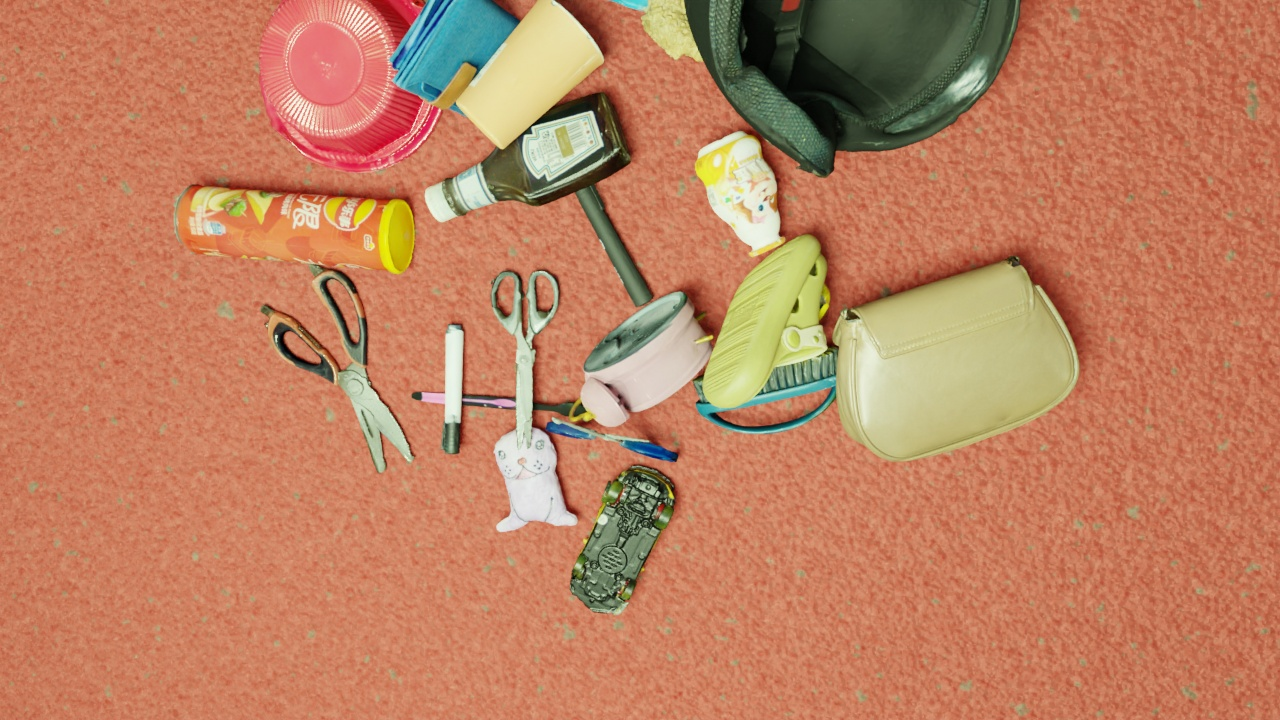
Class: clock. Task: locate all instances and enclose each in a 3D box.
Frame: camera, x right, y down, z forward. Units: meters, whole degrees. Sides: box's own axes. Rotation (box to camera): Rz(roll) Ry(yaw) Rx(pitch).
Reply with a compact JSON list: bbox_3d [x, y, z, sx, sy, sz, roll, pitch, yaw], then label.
[{"bbox_3d":[-0.005,0.005,0.850,0.159,0.117,0.060,-34,106,10],"label":"clock"}]

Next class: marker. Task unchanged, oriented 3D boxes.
[{"bbox_3d":[-0.026,-0.112,0.879,0.022,0.020,0.132,-26,95,26],"label":"marker"},{"bbox_3d":[-0.189,0.029,0.919,0.023,0.018,0.130,2,93,21],"label":"marker"}]

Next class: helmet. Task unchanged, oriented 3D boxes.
[{"bbox_3d":[0.160,-0.288,0.719,0.274,0.230,0.234,15,125,-37],"label":"helmet"}]

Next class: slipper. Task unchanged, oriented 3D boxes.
[{"bbox_3d":[0.120,-0.025,0.812,0.081,0.190,0.092,39,148,-17],"label":"slipper"}]

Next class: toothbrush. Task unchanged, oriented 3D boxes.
[{"bbox_3d":[-0.141,0.042,0.927,0.189,0.017,0.014,4,100,10],"label":"toothbrush"}]

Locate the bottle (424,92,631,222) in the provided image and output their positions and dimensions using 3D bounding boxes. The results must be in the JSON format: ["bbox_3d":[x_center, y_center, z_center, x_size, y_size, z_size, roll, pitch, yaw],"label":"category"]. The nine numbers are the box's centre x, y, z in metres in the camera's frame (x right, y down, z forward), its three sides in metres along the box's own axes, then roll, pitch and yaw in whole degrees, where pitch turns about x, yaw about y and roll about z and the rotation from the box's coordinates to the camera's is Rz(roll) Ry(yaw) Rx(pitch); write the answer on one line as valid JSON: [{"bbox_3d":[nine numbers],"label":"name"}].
[{"bbox_3d":[-0.109,-0.181,0.861,0.195,0.044,0.080,-20,76,11],"label":"bottle"}]

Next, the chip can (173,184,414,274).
[{"bbox_3d":[-0.333,-0.129,0.890,0.217,0.073,0.073,6,101,7],"label":"chip can"}]

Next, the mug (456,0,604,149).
[{"bbox_3d":[-0.103,-0.254,0.821,0.078,0.078,0.123,45,90,-2],"label":"mug"}]

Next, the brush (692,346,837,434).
[{"bbox_3d":[0.123,0.032,0.866,0.144,0.055,0.073,-14,98,9],"label":"brush"}]

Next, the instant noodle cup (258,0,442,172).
[{"bbox_3d":[-0.282,-0.274,0.861,0.194,0.065,0.194,2,101,8],"label":"instant noodle cup"}]

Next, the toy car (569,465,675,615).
[{"bbox_3d":[-0.020,0.180,0.919,0.071,0.041,0.156,25,101,3],"label":"toy car"}]

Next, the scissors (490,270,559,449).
[{"bbox_3d":[-0.104,-0.003,0.896,0.137,0.014,0.174,-34,84,5],"label":"scissors"}]

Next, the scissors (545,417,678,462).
[{"bbox_3d":[-0.034,0.072,0.862,0.163,0.172,0.012,7,79,39],"label":"scissors"}]

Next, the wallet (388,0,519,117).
[{"bbox_3d":[-0.160,-0.274,0.809,0.040,0.133,0.106,38,102,9],"label":"wallet"}]

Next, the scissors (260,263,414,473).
[{"bbox_3d":[-0.307,0.011,0.941,0.215,0.015,0.196,20,102,3],"label":"scissors"}]

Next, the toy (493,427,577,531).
[{"bbox_3d":[-0.113,0.118,0.921,0.084,0.039,0.108,-10,99,7],"label":"toy"}]

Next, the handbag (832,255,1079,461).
[{"bbox_3d":[0.270,0.000,0.815,0.204,0.100,0.148,-17,101,-4],"label":"handbag"}]

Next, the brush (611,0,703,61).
[{"bbox_3d":[-0.029,-0.331,0.834,0.255,0.045,0.083,15,106,8],"label":"brush"}]

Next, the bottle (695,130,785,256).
[{"bbox_3d":[0.095,-0.150,0.834,0.063,0.063,0.108,-24,97,11],"label":"bottle"}]
